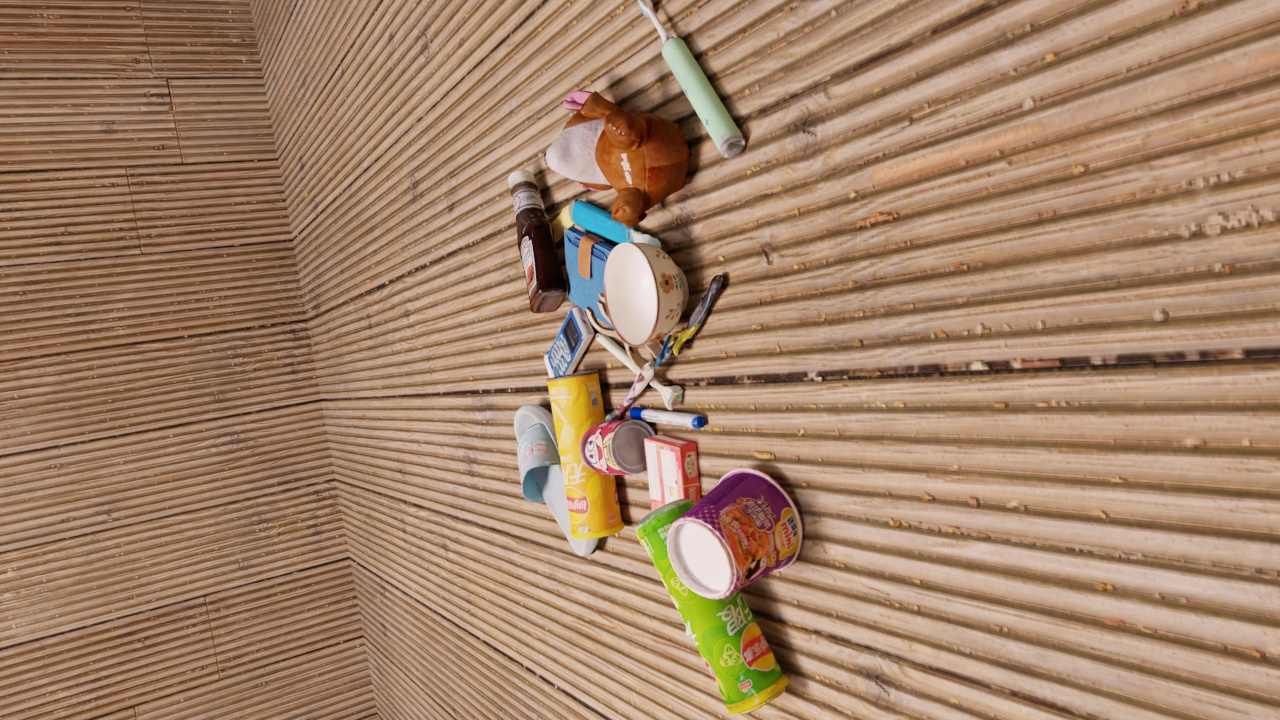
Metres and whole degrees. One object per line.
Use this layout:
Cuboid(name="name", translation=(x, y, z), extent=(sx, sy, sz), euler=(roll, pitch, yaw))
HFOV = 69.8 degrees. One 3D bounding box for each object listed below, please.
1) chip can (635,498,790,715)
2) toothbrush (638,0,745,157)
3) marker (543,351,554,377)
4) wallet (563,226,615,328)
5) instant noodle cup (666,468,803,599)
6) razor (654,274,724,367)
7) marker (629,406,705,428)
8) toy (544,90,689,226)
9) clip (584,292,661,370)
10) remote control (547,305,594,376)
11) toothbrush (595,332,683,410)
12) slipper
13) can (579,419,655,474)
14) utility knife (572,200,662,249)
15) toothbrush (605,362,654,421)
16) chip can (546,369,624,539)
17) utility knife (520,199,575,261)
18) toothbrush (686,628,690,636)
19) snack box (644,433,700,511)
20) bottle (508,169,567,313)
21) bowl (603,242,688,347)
Cuboid(name="chip can", translation=(0.072, 0.253, 0.959), extent=(0.221, 0.072, 0.073), euler=(62, 147, 10))
Cuboid(name="toothbrush", translation=(0.044, -0.290, 0.911), extent=(0.027, 0.026, 0.224), euler=(90, 157, -63))
Cuboid(name="marker", translation=(-0.114, 0.050, 1.301), extent=(0.023, 0.018, 0.130), euler=(138, 117, -67))
Cuboid(name="wallet", translation=(-0.053, -0.102, 1.131), extent=(0.133, 0.040, 0.106), euler=(34, 132, 50))
Cuboid(name="instant noodle cup", translation=(0.087, 0.174, 0.893), extent=(0.112, 0.099, 0.112), euler=(18, 119, 37))
Cuboid(name="razor", translation=(0.057, -0.043, 0.978), extent=(0.143, 0.022, 0.042), euler=(-55, 9, 47))
Cuboid(name="marker", translation=(0.030, 0.066, 1.062), extent=(0.146, 0.016, 0.017), euler=(2, 101, 60))
Cuboid(name="toy", translation=(-0.036, -0.221, 0.990), extent=(0.199, 0.130, 0.140), euler=(-132, 35, -56))
Cuboid(name="clip", translation=(-0.012, -0.044, 1.057), extent=(0.104, 0.034, 0.081), euler=(41, 127, 14))
Cuboid(name="remote control", translation=(-0.094, -0.020, 1.238), extent=(0.049, 0.024, 0.125), euler=(65, 148, 23))
Cuboid(name="toothbrush", translation=(-0.007, 0.006, 1.104), extent=(0.189, 0.020, 0.029), euler=(39, 101, 50))
Cuboid(name="slipper", translation=(-0.132, 0.175, 1.318), extent=(0.245, 0.074, 0.104), euler=(58, 145, 30))
Cuboid(name="can", translation=(-0.029, 0.107, 1.125), extent=(0.094, 0.066, 0.066), euler=(-11, 89, 61))
Cuboid(name="utility knife", translation=(-0.029, -0.155, 1.087), extent=(0.207, 0.018, 0.034), euler=(34, 131, 52))
Cuboid(name="toothbrush", translation=(-0.015, 0.043, 1.102), extent=(0.016, 0.017, 0.188), euler=(65, 157, 15))
Cuboid(name="chip can", translation=(-0.072, 0.122, 1.201), extent=(0.072, 0.072, 0.213), euler=(-6, 93, 60))
Cuboid(name="utility knife", translation=(-0.129, -0.167, 1.256), extent=(0.195, 0.020, 0.031), euler=(-27, 70, 52))
Cuboid(name="toothbrush", translation=(0.077, 0.232, 1.024), extent=(0.026, 0.026, 0.221), euler=(-120, 33, -49))
Cuboid(name="snack box", translation=(0.041, 0.166, 1.066), extent=(0.075, 0.025, 0.153), euler=(8, 107, 58))
Cuboid(name="bottle", translation=(-0.141, -0.163, 1.223), extent=(0.080, 0.044, 0.194), euler=(130, 130, -60))
Cuboid(name="bowl", translation=(0.012, -0.075, 1.001), extent=(0.113, 0.062, 0.113), euler=(24, 119, 53))
